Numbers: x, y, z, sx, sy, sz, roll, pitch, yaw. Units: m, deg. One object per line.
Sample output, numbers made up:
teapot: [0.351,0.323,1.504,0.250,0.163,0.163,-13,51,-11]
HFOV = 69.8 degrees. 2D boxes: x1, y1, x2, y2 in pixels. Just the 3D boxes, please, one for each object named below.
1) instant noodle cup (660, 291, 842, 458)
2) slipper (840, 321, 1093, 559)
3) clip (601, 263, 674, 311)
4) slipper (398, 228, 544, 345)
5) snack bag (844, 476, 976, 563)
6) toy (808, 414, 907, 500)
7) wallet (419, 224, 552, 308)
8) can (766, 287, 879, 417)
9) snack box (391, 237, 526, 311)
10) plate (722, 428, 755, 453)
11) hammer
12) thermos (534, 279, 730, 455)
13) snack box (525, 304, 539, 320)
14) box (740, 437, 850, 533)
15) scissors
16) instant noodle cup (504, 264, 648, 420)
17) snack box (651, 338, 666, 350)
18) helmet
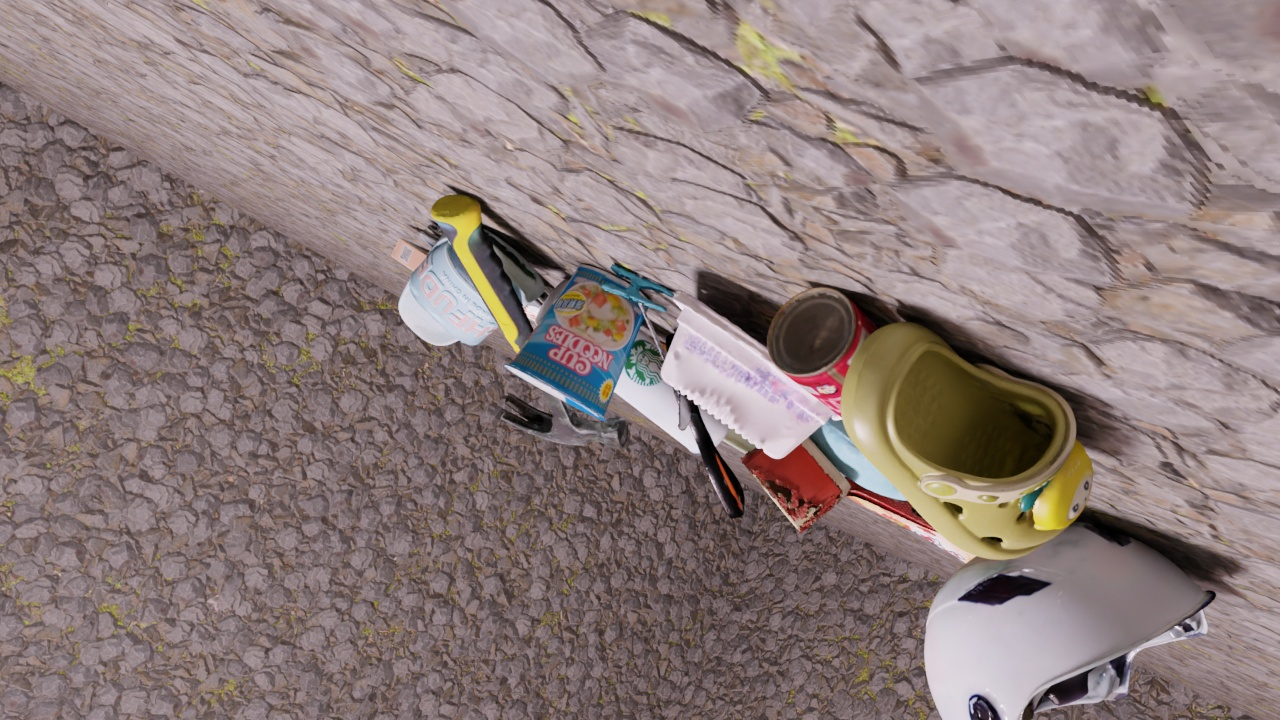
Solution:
instant noodle cup: [0.075,0.019,0.663,0.138,0.060,0.173,35,180,9]
slipper: [0.186,0.050,0.488,0.190,0.091,0.082,34,169,-29]
clip: [-0.002,-0.056,0.711,0.057,0.046,0.014,25,173,10]
slipper: [-0.187,-0.061,0.917,0.104,0.074,0.246,44,147,-15]
snack bag: [0.318,0.166,0.962,0.208,0.073,0.128,25,-164,27]
toy: [0.192,0.078,0.864,0.161,0.050,0.156,37,180,11]
wallet: [-0.166,-0.096,0.983,0.130,0.037,0.106,26,176,19]
can: [0.130,0.010,0.535,0.053,0.053,0.132,21,172,45]
snack box: [-0.211,-0.091,1.064,0.157,0.026,0.084,32,-174,34]
plate: [0.136,0.087,1.100,0.230,0.027,0.230,28,-175,-3]
hammer: [-0.113,-0.022,0.849,0.126,0.031,0.324,2,141,21]
thermos: [-0.005,0.005,0.913,0.224,0.073,0.073,38,170,-20]
snack box: [-0.106,-0.058,1.105,0.084,0.027,0.157,29,173,-23]
box: [0.147,0.123,0.897,0.091,0.077,0.168,50,180,16]
scissors: [0.045,0.033,0.800,0.220,0.022,0.230,-97,-18,-62]
instant noodle cup: [-0.048,-0.019,0.784,0.099,0.110,0.099,27,173,3]
snack box: [0.076,0.024,1.004,0.156,0.027,0.077,25,172,20]
helmet: [0.340,0.223,0.779,0.146,0.228,0.259,56,160,34]
